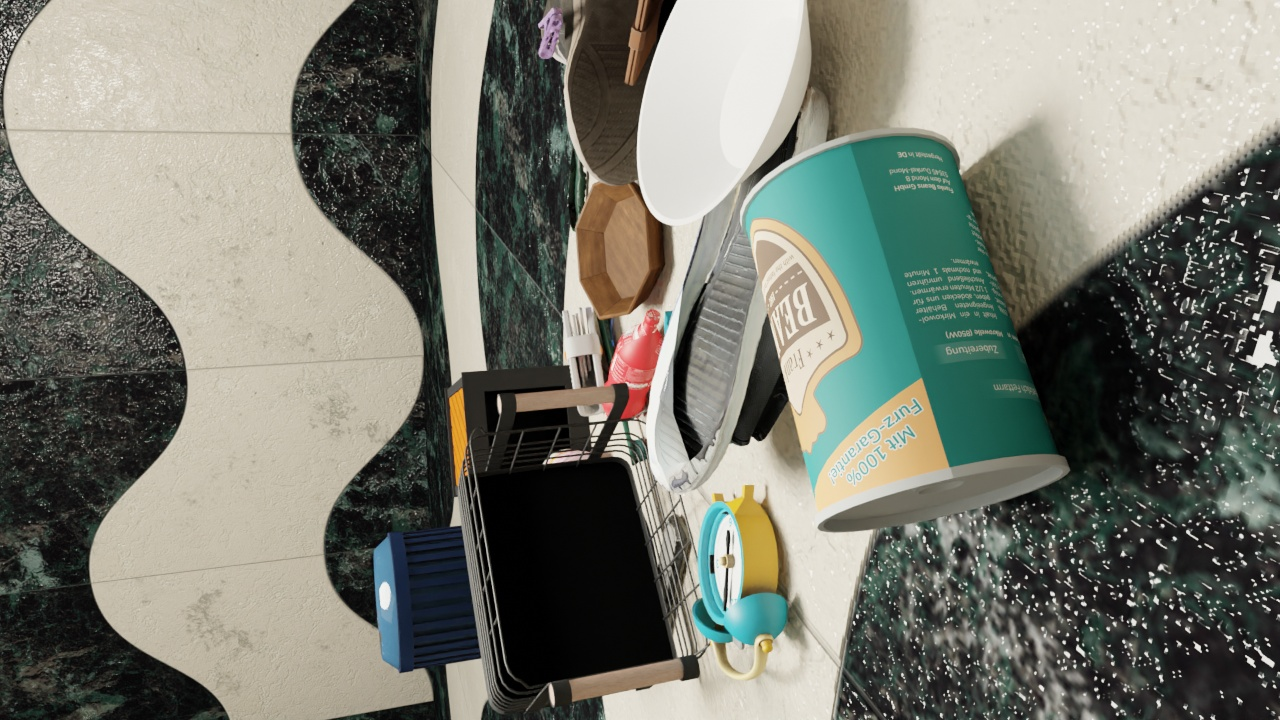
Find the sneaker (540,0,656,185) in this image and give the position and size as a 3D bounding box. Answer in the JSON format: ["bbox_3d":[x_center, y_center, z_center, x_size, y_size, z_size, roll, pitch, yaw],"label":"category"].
[{"bbox_3d":[-0.033,-0.247,0.773,0.120,0.095,0.234,141,120,-71],"label":"sneaker"}]

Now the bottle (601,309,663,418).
[{"bbox_3d":[-0.005,0.005,0.813,0.142,0.042,0.042,110,150,-50],"label":"bottle"}]

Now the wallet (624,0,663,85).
[{"bbox_3d":[0.015,-0.265,0.663,0.121,0.013,0.087,114,180,-73],"label":"wallet"}]

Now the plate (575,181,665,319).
[{"bbox_3d":[-0.017,-0.100,0.819,0.131,0.025,0.131,9,101,57],"label":"plate"}]

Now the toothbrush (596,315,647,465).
[{"bbox_3d":[-0.020,0.019,0.905,0.016,0.017,0.189,83,174,-57],"label":"toothbrush"}]

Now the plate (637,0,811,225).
[{"bbox_3d":[0.055,-0.159,0.529,0.174,0.036,0.173,-35,50,55],"label":"plate"}]

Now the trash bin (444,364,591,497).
[{"bbox_3d":[-0.152,0.089,1.110,0.172,0.139,0.139,157,108,-70],"label":"trash bin"}]

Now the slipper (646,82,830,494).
[{"bbox_3d":[0.068,-0.037,0.567,0.111,0.063,0.264,-146,67,-63],"label":"slipper"}]

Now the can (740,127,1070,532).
[{"bbox_3d":[0.107,-0.010,0.392,0.099,0.099,0.143,125,137,-62],"label":"can"}]

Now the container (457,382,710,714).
[{"bbox_3d":[-0.050,0.156,0.741,0.131,0.162,0.241,116,144,-56],"label":"container"}]

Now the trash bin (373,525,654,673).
[{"bbox_3d":[-0.124,0.216,0.883,0.139,0.249,0.139,176,91,-72],"label":"trash bin"}]

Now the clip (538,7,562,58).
[{"bbox_3d":[-0.071,-0.265,0.728,0.050,0.013,0.029,150,118,-70],"label":"clip"}]

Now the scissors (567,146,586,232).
[{"bbox_3d":[-0.053,-0.211,0.957,0.201,0.015,0.206,-117,28,-49],"label":"scissors"}]

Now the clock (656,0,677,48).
[{"bbox_3d":[0.046,-0.226,0.616,0.091,0.042,0.121,-114,27,-45],"label":"clock"}]

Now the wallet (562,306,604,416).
[{"bbox_3d":[-0.059,-0.012,0.952,0.118,0.037,0.115,93,168,-73],"label":"wallet"}]

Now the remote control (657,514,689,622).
[{"bbox_3d":[0.024,0.195,0.811,0.033,0.013,0.137,-119,30,-51],"label":"remote control"}]

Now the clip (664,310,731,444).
[{"bbox_3d":[0.049,0.001,0.685,0.120,0.030,0.130,120,143,-51],"label":"clip"}]

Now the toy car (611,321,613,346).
[{"bbox_3d":[-0.030,-0.066,0.894,0.092,0.033,0.062,104,147,-52],"label":"toy car"}]

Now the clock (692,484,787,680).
[{"bbox_3d":[0.067,0.154,0.637,0.099,0.043,0.129,140,131,-67],"label":"clock"}]

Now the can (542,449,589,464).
[{"bbox_3d":[-0.071,0.131,0.995,0.076,0.067,0.067,174,92,-72],"label":"can"}]
